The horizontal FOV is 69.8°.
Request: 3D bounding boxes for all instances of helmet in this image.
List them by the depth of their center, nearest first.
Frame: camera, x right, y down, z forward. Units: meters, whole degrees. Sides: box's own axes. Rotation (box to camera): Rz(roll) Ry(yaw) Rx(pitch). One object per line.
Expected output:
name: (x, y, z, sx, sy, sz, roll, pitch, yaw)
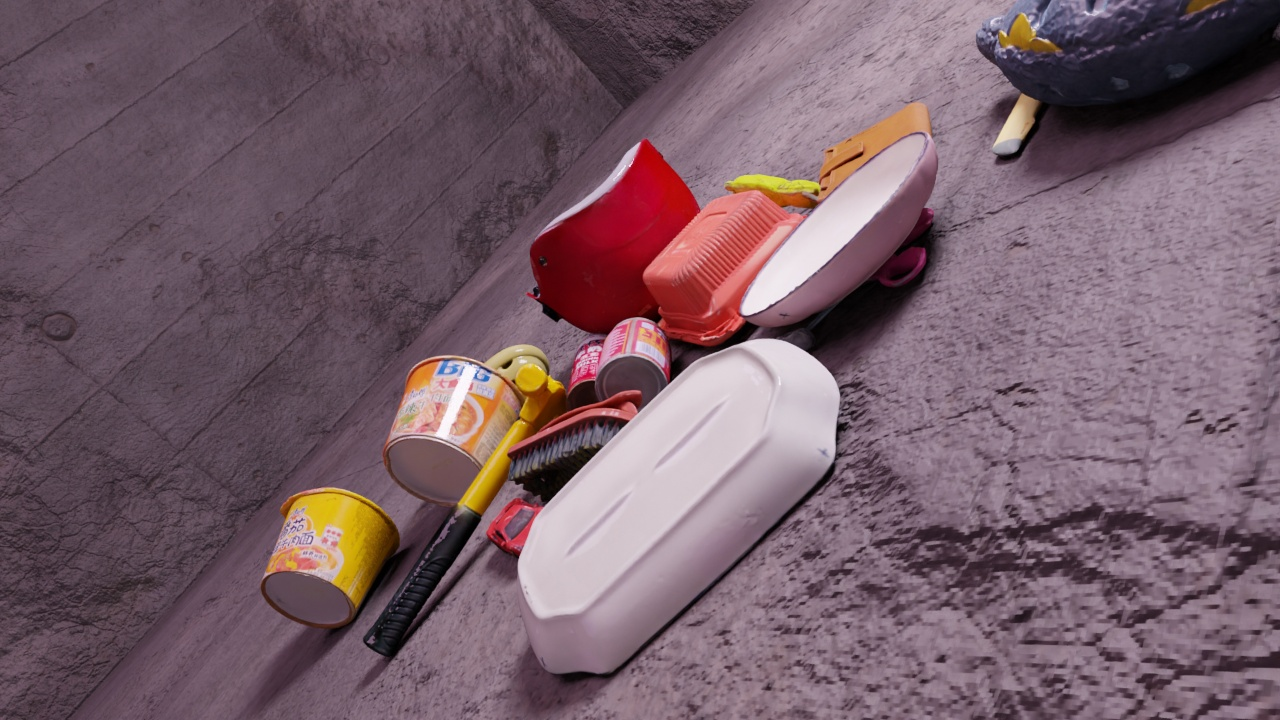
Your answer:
helmet: (-0.013, -0.107, 1.024, 0.206, 0.144, 0.240, -46, -7, -17)

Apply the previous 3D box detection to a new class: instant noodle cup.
instant noodle cup: (0.078, -0.093, 0.872, 0.164, 0.079, 0.189, -47, 17, -9)
instant noodle cup: (-0.213, 0.086, 1.034, 0.152, 0.151, 0.111, -32, 28, 36)
instant noodle cup: (-0.361, 0.232, 1.054, 0.138, 0.138, 0.109, -34, 27, 33)

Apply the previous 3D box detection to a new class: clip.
clip: (0.107, -0.008, 0.691, 0.058, 0.027, 0.043, -25, 17, 40)

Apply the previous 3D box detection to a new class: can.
can: (-0.005, 0.005, 0.850, 0.067, 0.066, 0.093, -39, 17, 19)
can: (-0.044, 0.018, 0.938, 0.053, 0.053, 0.132, -40, 17, 15)

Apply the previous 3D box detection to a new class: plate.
plate: (0.011, 0.084, 0.596, 0.266, 0.034, 0.162, -44, 32, 5)
plate: (0.156, -0.091, 0.703, 0.192, 0.039, 0.192, -46, 8, 9)

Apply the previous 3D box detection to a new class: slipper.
slipper: (-0.186, 0.064, 1.152, 0.190, 0.092, 0.081, -37, 55, -6)

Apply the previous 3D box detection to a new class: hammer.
hammer: (-0.163, 0.144, 0.876, 0.300, 0.033, 0.129, -56, -20, -11)

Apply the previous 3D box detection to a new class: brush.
brush: (-0.052, 0.071, 0.805, 0.146, 0.063, 0.069, -28, 36, 42)

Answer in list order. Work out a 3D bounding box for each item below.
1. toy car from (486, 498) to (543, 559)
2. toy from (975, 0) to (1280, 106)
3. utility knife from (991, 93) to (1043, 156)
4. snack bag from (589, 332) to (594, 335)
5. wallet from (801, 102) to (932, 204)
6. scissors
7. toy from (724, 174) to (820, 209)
toy car: (-0.105, 0.147, 0.809, 0.049, 0.031, 0.106, -50, 19, -17)
toy: (0.316, -0.224, 0.601, 0.137, 0.091, 0.356, -34, 16, -10)
utility knife: (0.314, -0.220, 0.717, 0.031, 0.020, 0.189, -9, 45, 55)
snack bag: (-0.048, -0.036, 1.133, 0.048, 0.026, 0.104, -28, 20, 11)
wallet: (0.211, -0.183, 0.844, 0.119, 0.035, 0.130, -21, 26, 25)
scissors: (0.176, -0.072, 0.696, 0.130, 0.017, 0.134, -54, 15, -22)
toy: (0.136, -0.165, 0.903, 0.100, 0.096, 0.031, 14, 98, 45)
